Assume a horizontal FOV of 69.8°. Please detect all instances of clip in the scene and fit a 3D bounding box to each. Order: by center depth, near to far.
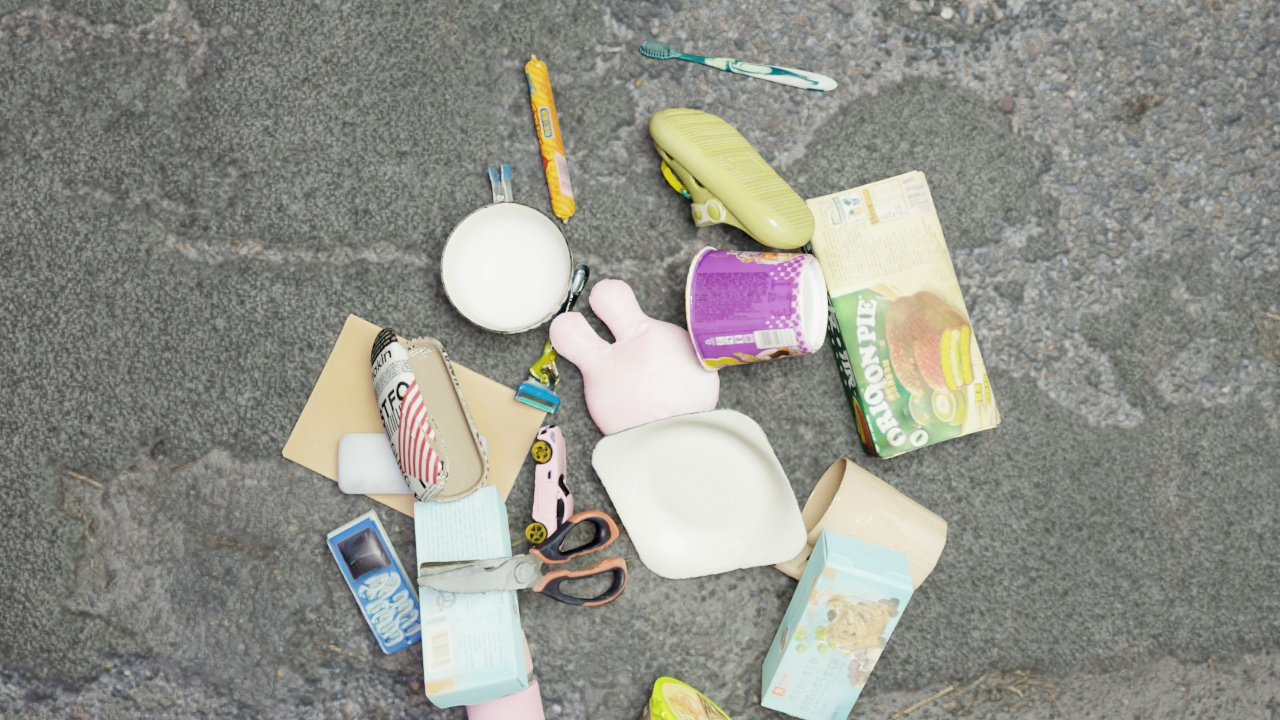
[{"bbox_3d":[-0.130,-0.154,0.859,0.038,0.026,0.058,-8,94,11],"label":"clip"}]

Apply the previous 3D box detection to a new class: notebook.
[{"bbox_3d":[-0.209,0.065,0.853,0.207,0.008,0.147,25,87,2],"label":"notebook"}]

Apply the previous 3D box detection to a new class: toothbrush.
[{"bbox_3d":[0.093,-0.280,0.869,0.191,0.018,0.016,11,86,1],"label":"toothbrush"}]

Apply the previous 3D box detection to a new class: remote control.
[{"bbox_3d":[-0.237,0.202,0.835,0.049,0.024,0.125,-28,88,-2],"label":"remote control"},{"bbox_3d":[-0.206,0.094,0.835,0.136,0.020,0.056,-1,86,0],"label":"remote control"}]

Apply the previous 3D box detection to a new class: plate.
[{"bbox_3d":[0.054,0.114,0.805,0.164,0.034,0.164,-15,111,25],"label":"plate"}]

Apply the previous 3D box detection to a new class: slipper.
[{"bbox_3d":[0.070,-0.151,0.819,0.190,0.091,0.082,48,127,24],"label":"slipper"}]

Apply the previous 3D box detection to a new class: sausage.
[{"bbox_3d":[-0.085,-0.209,0.863,0.021,0.021,0.165,-12,86,-1],"label":"sausage"}]

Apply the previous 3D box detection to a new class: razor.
[{"bbox_3d":[-0.077,-0.024,0.851,0.042,0.022,0.142,21,83,-25],"label":"razor"}]

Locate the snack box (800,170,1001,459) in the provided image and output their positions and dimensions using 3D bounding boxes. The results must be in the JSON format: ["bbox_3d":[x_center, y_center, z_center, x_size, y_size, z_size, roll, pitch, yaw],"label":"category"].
[{"bbox_3d":[0.229,-0.040,0.831,0.114,0.063,0.240,-17,87,-1],"label":"snack box"}]

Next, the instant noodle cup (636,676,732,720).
[{"bbox_3d":[0.021,0.359,0.789,0.111,0.111,0.123,37,94,2],"label":"instant noodle cup"}]

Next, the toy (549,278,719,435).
[{"bbox_3d":[-0.005,0.005,0.831,0.121,0.054,0.159,-38,94,-2],"label":"toy"}]

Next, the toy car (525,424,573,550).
[{"bbox_3d":[-0.079,0.119,0.825,0.037,0.056,0.122,2,86,4],"label":"toy car"}]

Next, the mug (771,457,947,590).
[{"bbox_3d":[0.194,0.163,0.816,0.103,0.084,0.125,30,111,1],"label":"mug"}]

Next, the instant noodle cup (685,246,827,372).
[{"bbox_3d":[0.104,-0.047,0.793,0.099,0.111,0.111,-3,86,25],"label":"instant noodle cup"}]

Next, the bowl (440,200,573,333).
[{"bbox_3d":[-0.117,-0.080,0.832,0.116,0.066,0.116,0,87,1],"label":"bowl"}]

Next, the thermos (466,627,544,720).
[{"bbox_3d":[-0.123,0.336,0.811,0.087,0.067,0.198,-15,86,29],"label":"thermos"}]

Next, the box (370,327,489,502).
[{"bbox_3d":[-0.184,0.047,0.809,0.076,0.087,0.163,-48,60,38],"label":"box"}]

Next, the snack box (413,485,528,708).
[{"bbox_3d":[-0.145,0.198,0.780,0.074,0.052,0.174,-11,60,-2],"label":"snack box"}]

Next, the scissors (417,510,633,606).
[{"bbox_3d":[-0.089,0.160,0.767,0.208,0.015,0.184,50,54,-30],"label":"scissors"}]

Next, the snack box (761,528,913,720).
[{"bbox_3d":[0.163,0.231,0.781,0.074,0.051,0.175,16,118,1],"label":"snack box"}]
